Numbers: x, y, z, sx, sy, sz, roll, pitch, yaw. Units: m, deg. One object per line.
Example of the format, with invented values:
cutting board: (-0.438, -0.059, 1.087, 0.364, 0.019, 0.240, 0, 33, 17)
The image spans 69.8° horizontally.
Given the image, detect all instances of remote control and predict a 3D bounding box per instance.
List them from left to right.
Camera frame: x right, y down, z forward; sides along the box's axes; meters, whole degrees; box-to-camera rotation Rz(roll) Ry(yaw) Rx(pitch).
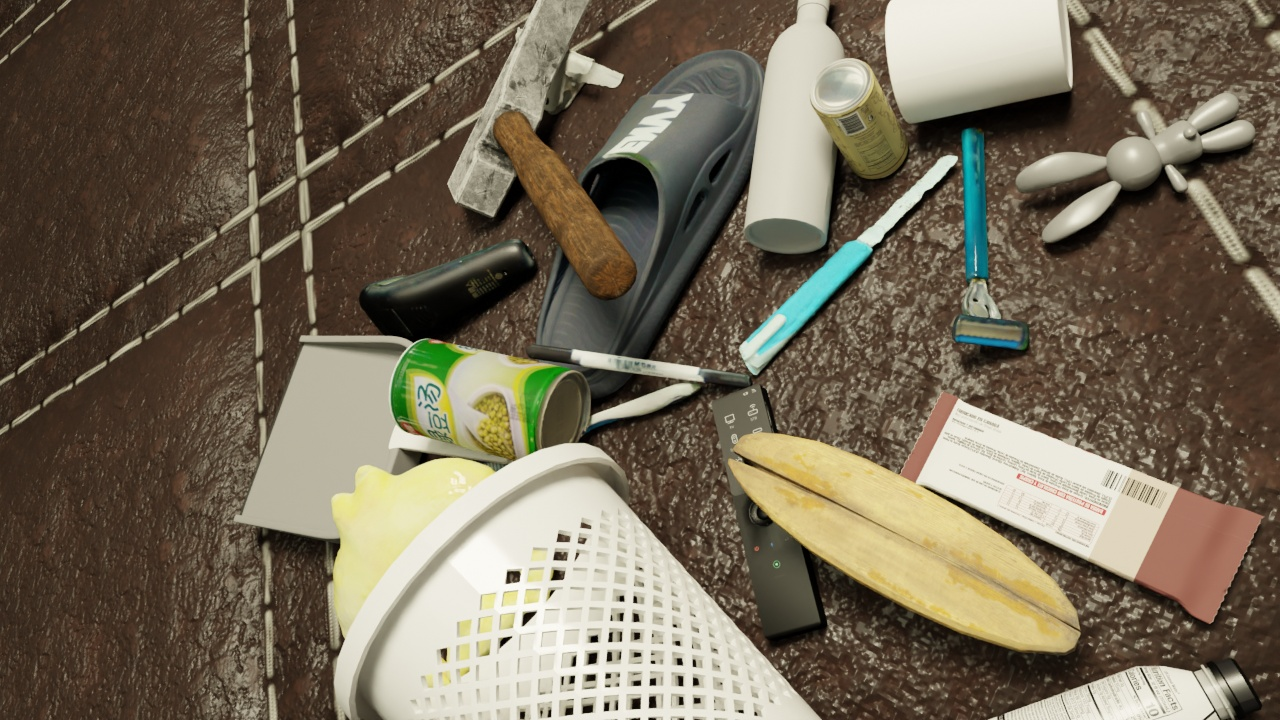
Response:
remote control: (0.074, 0.086, 0.543, 0.034, 0.013, 0.149, -23, 61, 23)

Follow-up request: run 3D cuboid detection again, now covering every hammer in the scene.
hammer: (-0.044, -0.152, 0.605, 0.218, 0.037, 0.300, -59, 33, 19)

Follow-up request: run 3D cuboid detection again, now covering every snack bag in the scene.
snack bag: (0.214, 0.069, 0.464, 0.158, 0.013, 0.057, 24, 83, 36)

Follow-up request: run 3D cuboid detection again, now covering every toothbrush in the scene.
toothbrush: (-0.041, 0.050, 0.629, 0.189, 0.016, 0.017, -22, 71, 23)

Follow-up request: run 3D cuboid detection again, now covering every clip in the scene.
clip: (-0.065, -0.236, 0.746, 0.052, 0.058, 0.102, -40, 51, -18)

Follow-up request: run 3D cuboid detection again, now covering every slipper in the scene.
slipper: (-0.009, -0.106, 0.630, 0.111, 0.083, 0.268, 24, 86, 38)

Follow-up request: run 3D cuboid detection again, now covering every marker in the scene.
marker: (-0.004, 0.003, 0.595, 0.152, 0.011, 0.011, 8, 75, 13)

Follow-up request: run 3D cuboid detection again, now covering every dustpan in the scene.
dustpan: (-0.199, 0.060, 0.699, 0.258, 0.033, 0.163, 5, 70, 26)

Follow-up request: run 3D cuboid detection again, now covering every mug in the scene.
mug: (0.203, -0.198, 0.547, 0.091, 0.074, 0.110, -5, 43, 30)

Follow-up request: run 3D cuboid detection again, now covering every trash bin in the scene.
trash bin: (-0.014, 0.180, 0.469, 0.199, 0.195, 0.195, 38, 93, 27)

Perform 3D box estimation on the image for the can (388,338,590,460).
can: (-0.101, 0.028, 0.610, 0.121, 0.067, 0.067, 11, 77, 24)

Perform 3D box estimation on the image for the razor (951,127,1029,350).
razor: (0.194, -0.072, 0.528, 0.042, 0.022, 0.143, 7, 67, -5)

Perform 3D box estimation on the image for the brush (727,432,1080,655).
brush: (0.132, 0.093, 0.481, 0.195, 0.043, 0.059, 28, 83, 30)

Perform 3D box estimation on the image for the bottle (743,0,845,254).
bottle: (0.105, -0.169, 0.600, 0.053, 0.052, 0.195, -1, 71, 31)

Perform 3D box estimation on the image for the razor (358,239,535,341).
razor: (-0.152, -0.061, 0.725, 0.152, 0.054, 0.067, -23, 35, 16)

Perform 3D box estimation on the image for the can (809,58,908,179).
can: (0.134, -0.144, 0.555, 0.038, 0.079, 0.038, -12, 65, 27)

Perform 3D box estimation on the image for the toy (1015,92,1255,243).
toy: (0.264, -0.105, 0.491, 0.112, 0.030, 0.049, -24, 75, 16)

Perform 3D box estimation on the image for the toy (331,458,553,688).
toy: (-0.142, 0.135, 0.616, 0.155, 0.064, 0.171, 45, 103, 6)

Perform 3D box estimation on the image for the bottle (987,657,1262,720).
bottle: (0.212, 0.164, 0.410, 0.116, 0.041, 0.041, -30, 58, 19)

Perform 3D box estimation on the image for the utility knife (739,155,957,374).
utility knife: (0.128, -0.060, 0.565, 0.179, 0.015, 0.022, -44, 55, 11)
